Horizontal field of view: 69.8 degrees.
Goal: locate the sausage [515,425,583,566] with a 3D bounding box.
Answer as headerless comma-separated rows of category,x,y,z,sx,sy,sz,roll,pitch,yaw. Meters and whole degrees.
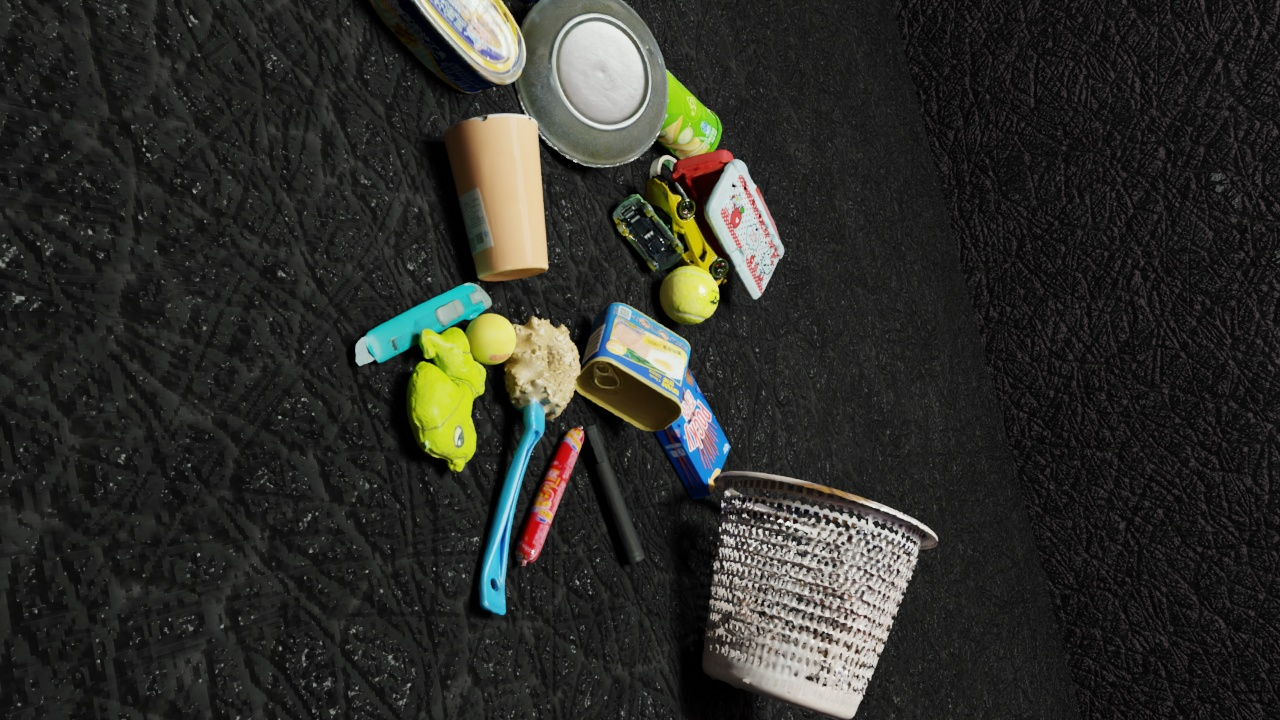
sausage,-0.073,0.107,0.757,0.020,0.020,0.155,55,34,-29

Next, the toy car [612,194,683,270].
toy car,0.008,-0.138,0.985,0.091,0.043,0.036,49,15,-24

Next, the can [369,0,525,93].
can,-0.158,-0.284,0.750,0.148,0.049,0.074,43,62,-42

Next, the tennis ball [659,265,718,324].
tennis ball,0.053,-0.072,1.009,0.065,0.066,0.065,33,49,-49

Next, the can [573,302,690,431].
can,-0.005,0.005,0.859,0.102,0.057,0.083,31,44,-18

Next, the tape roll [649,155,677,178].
tape roll,0.039,-0.203,1.100,0.085,0.014,0.085,34,48,-49

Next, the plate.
plate,-0.041,-0.283,0.909,0.179,0.024,0.179,1,88,-32

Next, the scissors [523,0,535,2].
scissors,-0.142,-0.371,0.880,0.141,0.012,0.170,44,43,-40

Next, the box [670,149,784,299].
box,0.109,-0.151,1.085,0.201,0.095,0.098,49,37,-55

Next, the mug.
mug,-0.114,-0.130,0.752,0.078,0.078,0.122,-4,85,-60

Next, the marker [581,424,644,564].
marker,-0.026,0.121,0.827,0.020,0.022,0.132,-22,96,-24

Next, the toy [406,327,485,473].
toy,-0.142,0.026,0.667,0.097,0.031,0.099,64,28,-23

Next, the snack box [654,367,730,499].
snack box,0.043,0.059,0.967,0.157,0.026,0.084,61,33,-22

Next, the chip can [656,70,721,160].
chip can,0.015,-0.299,1.047,0.221,0.073,0.072,25,55,-53

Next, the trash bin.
trash bin,0.157,0.234,0.899,0.227,0.228,0.192,35,67,-47

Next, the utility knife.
utility knife,-0.158,-0.029,0.685,0.164,0.013,0.029,-40,111,-58

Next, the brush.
brush,-0.094,0.073,0.726,0.083,0.046,0.254,45,44,-46

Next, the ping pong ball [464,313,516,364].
ping pong ball,-0.118,-0.017,0.719,0.040,0.040,0.040,33,49,-49

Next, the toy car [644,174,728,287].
toy car,0.047,-0.141,1.034,0.041,0.071,0.156,-40,125,-12
